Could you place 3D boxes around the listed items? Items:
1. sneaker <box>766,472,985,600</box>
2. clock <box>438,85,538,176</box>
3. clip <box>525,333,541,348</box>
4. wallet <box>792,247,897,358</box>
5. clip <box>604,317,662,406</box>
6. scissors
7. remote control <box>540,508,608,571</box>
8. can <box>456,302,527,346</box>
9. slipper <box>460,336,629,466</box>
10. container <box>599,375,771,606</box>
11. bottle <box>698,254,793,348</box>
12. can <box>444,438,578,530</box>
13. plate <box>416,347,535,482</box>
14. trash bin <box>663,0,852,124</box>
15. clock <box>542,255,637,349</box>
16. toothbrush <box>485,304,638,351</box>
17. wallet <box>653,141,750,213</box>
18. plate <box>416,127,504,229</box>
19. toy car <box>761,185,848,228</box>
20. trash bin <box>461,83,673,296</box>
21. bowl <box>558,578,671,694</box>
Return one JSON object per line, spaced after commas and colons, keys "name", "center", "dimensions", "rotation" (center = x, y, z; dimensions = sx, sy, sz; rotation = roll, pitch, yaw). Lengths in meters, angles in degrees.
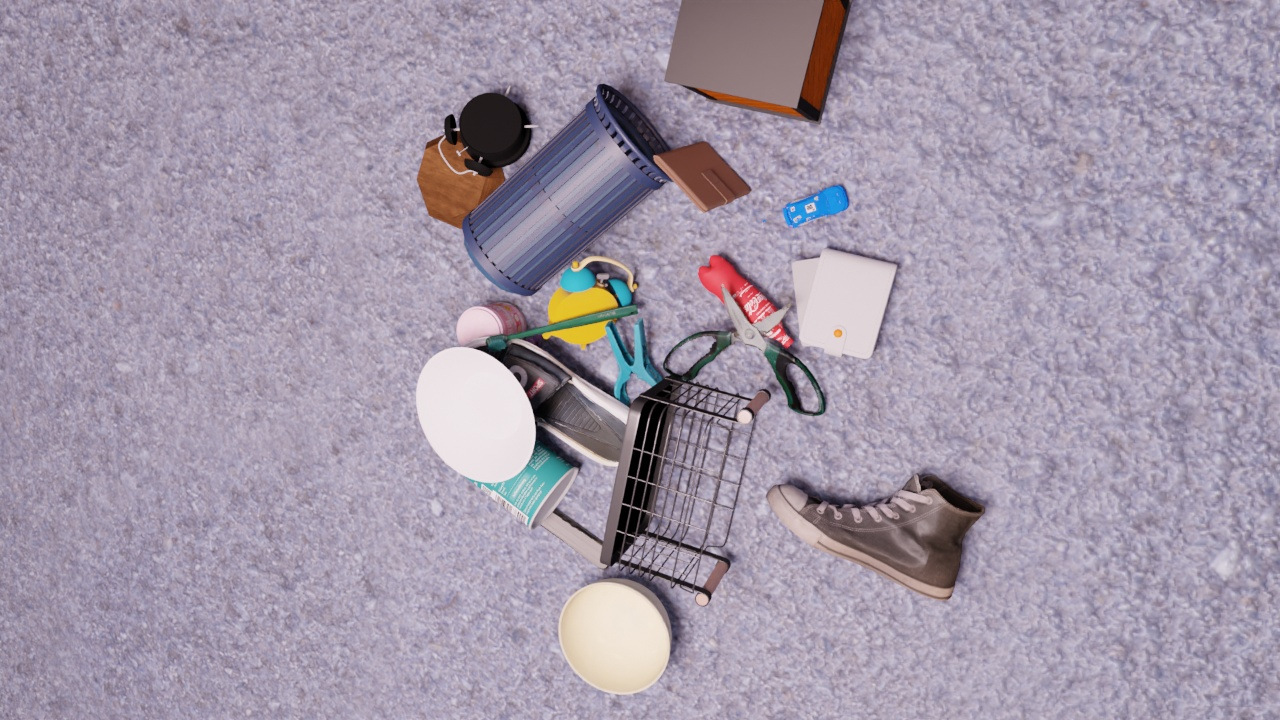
{"name": "sneaker", "center": [0.268, 0.173, 1.062], "dimensions": [0.235, 0.095, 0.120], "rotation": [24, 103, 16]}
{"name": "clock", "center": [-0.195, -0.283, 1.151], "dimensions": [0.120, 0.042, 0.091], "rotation": [-34, 87, 0]}
{"name": "clip", "center": [-0.142, -0.009, 1.207], "dimensions": [0.013, 0.029, 0.050], "rotation": [12, 109, 16]}
{"name": "wallet", "center": [0.225, -0.067, 1.065], "dimensions": [0.115, 0.037, 0.118], "rotation": [16, 100, 16]}
{"name": "clip", "center": [0.010, 0.009, 1.142], "dimensions": [0.120, 0.030, 0.130], "rotation": [14, 120, 16]}
{"name": "scissors", "center": [0.119, 0.002, 1.106], "dimensions": [0.206, 0.015, 0.202], "rotation": [-20, 111, 36]}
{"name": "remote control", "center": [-0.096, 0.232, 1.236], "dimensions": [0.136, 0.013, 0.033], "rotation": [33, 108, 10]}
{"name": "can", "center": [-0.193, -0.040, 1.191], "dimensions": [0.067, 0.076, 0.067], "rotation": [3, 100, 18]}
{"name": "slipper", "center": [-0.116, 0.057, 1.147], "dimensions": [0.264, 0.063, 0.111], "rotation": [31, 121, -11]}
{"name": "container", "center": [0.056, 0.144, 1.086], "dimensions": [0.130, 0.162, 0.241], "rotation": [16, 106, 16]}
{"name": "bottle", "center": [0.128, -0.068, 1.095], "dimensions": [0.141, 0.041, 0.042], "rotation": [44, 109, 7]}
{"name": "can", "center": [-0.168, 0.138, 1.200], "dimensions": [0.144, 0.099, 0.099], "rotation": [36, 108, 10]}
{"name": "plate", "center": [-0.193, 0.062, 1.121], "dimensions": [0.174, 0.036, 0.174], "rotation": [10, 112, 25]}
{"name": "trash bin", "center": [0.131, -0.344, 0.980], "dimensions": [0.140, 0.171, 0.140], "rotation": [17, 104, 16]}
{"name": "clock", "center": [-0.064, -0.072, 1.139], "dimensions": [0.130, 0.099, 0.043], "rotation": [-56, 37, 23]}
{"name": "toothbrush", "center": [-0.094, -0.040, 1.117], "dimensions": [0.189, 0.017, 0.016], "rotation": [-14, 137, -8]}
{"name": "wallet", "center": [0.072, -0.212, 1.051], "dimensions": [0.087, 0.120, 0.013], "rotation": [48, 126, 7]}
{"name": "plate", "center": [-0.243, -0.238, 1.203], "dimensions": [0.131, 0.025, 0.131], "rotation": [3, 100, 18]}
{"name": "toy car", "center": [0.188, -0.173, 1.047], "dimensions": [0.092, 0.061, 0.033], "rotation": [-18, 92, 21]}
{"name": "trash bin", "center": [-0.092, -0.194, 1.101], "dimensions": [0.250, 0.139, 0.139], "rotation": [-37, 86, 22]}
{"name": "bowl", "center": [-0.023, 0.348, 1.197], "dimensions": [0.151, 0.075, 0.151], "rotation": [3, 100, 19]}
